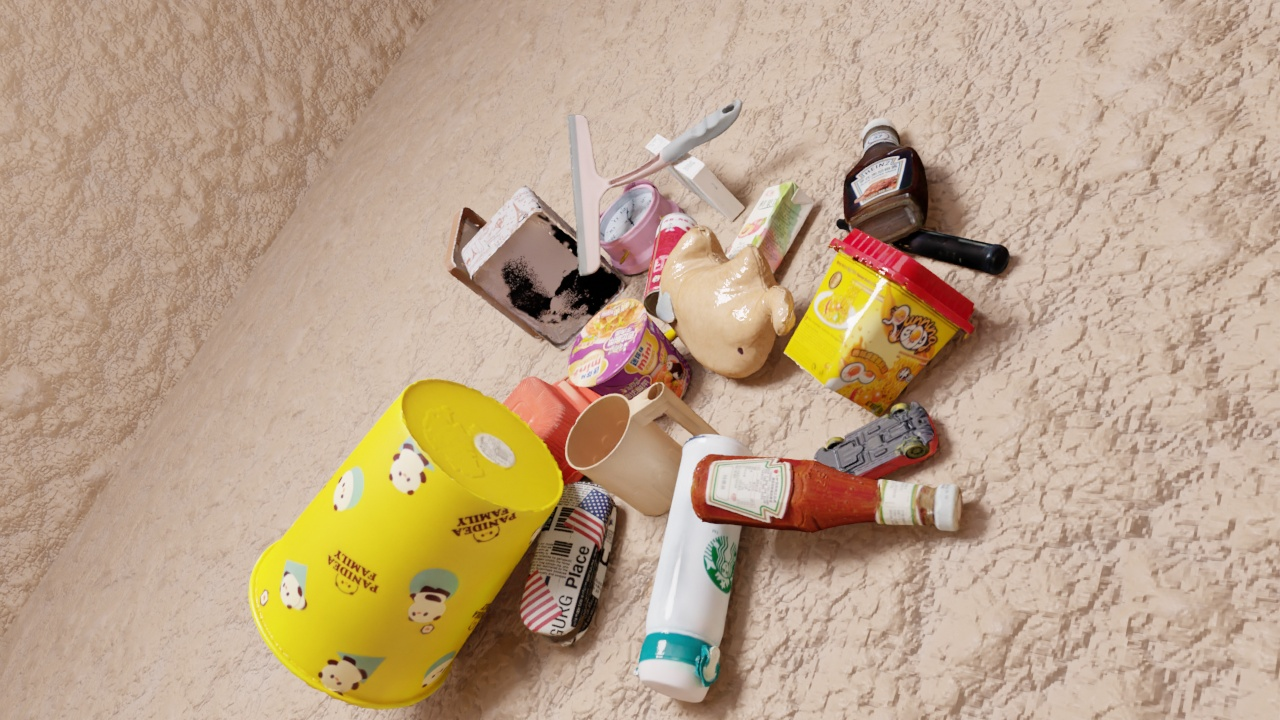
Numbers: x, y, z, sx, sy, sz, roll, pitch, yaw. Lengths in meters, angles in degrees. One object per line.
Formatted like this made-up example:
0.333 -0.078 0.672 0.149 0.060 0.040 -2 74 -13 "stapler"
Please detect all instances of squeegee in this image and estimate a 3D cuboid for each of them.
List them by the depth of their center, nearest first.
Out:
0.023 -0.247 1.108 0.250 0.040 0.247 -22 60 31 "squeegee"

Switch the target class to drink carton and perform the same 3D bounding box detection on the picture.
0.139 -0.134 1.008 0.122 0.045 0.054 -58 23 -16 "drink carton"

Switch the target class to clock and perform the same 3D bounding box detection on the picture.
-0.010 -0.183 1.220 0.117 0.060 0.158 -45 31 7 "clock"

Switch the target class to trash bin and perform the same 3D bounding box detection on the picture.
-0.223 0.171 0.917 0.256 0.229 0.229 -52 31 18 "trash bin"

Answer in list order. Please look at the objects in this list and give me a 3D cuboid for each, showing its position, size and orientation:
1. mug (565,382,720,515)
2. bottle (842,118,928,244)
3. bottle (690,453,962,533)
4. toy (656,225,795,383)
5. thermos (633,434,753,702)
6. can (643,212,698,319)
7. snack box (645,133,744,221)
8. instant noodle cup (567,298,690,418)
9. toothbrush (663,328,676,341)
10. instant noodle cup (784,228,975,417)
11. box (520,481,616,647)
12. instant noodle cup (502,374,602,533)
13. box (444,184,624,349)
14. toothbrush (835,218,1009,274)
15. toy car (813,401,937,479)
0.007 0.084 0.893 0.125 0.103 0.084 -35 36 21 "mug"
0.242 -0.185 0.917 0.080 0.044 0.194 -22 31 27 "bottle"
0.142 0.107 0.717 0.206 0.060 0.059 1 55 27 "bottle"
0.093 -0.047 0.914 0.082 0.143 0.226 -14 26 -24 "toy"
0.050 0.175 0.786 0.073 0.073 0.223 -17 45 39 "thermos"
0.039 -0.114 1.099 0.053 0.053 0.132 -22 42 35 "can"
0.067 -0.232 1.155 0.027 0.084 0.156 -47 33 6 "snack box"
-0.006 0.006 0.990 0.112 0.099 0.111 -32 36 27 "instant noodle cup"
0.025 -0.026 1.059 0.191 0.018 0.016 -42 32 12 "toothbrush"
0.198 -0.029 0.785 0.124 0.116 0.116 -56 32 10 "instant noodle cup"
-0.070 0.191 0.899 0.075 0.081 0.163 -13 45 36 "box"
-0.120 0.095 1.056 0.189 0.079 0.164 -50 33 -2 "instant noodle cup"
-0.151 -0.135 1.233 0.156 0.183 0.192 -43 37 9 "box"
0.258 -0.115 0.870 0.027 0.026 0.213 -21 25 -21 "toothbrush"
0.190 0.075 0.751 0.106 0.031 0.049 -30 37 21 "toy car"
